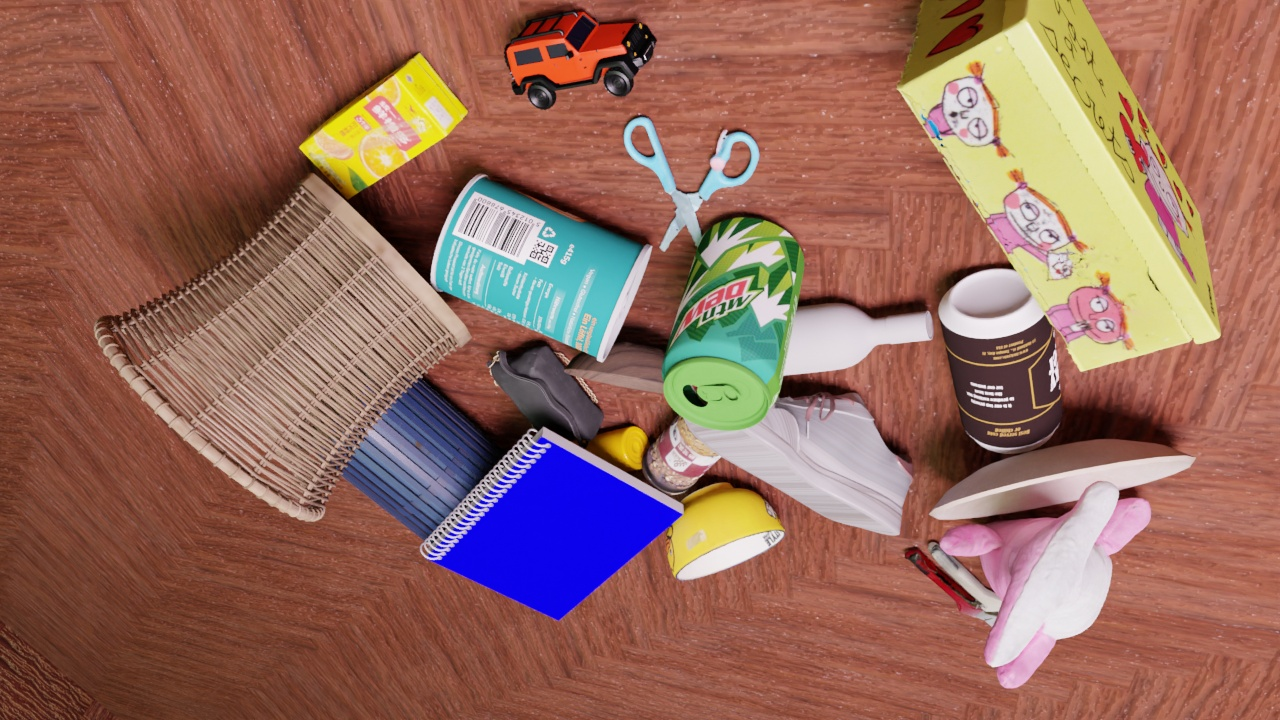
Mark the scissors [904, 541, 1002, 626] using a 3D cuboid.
[{"bbox_3d":[0.334,0.244,0.918,0.140,0.015,0.189,0,133,24],"label":"scissors"}]

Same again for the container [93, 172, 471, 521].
[{"bbox_3d":[-0.276,-0.018,0.750,0.227,0.196,0.227,43,170,9],"label":"container"}]

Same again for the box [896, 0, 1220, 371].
[{"bbox_3d":[0.237,-0.113,0.514,0.080,0.124,0.221,-20,120,39],"label":"box"}]

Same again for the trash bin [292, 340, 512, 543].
[{"bbox_3d":[-0.220,0.111,0.959,0.140,0.139,0.249,-21,123,40],"label":"trash bin"}]

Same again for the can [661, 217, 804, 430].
[{"bbox_3d":[0.068,-0.028,0.661,0.083,0.143,0.083,11,141,9],"label":"can"}]

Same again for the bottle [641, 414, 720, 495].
[{"bbox_3d":[0.047,0.078,0.854,0.056,0.056,0.105,30,139,-6],"label":"bottle"}]

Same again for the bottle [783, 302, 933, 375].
[{"bbox_3d":[0.127,-0.016,0.718,0.196,0.052,0.052,-7,130,31],"label":"bottle"}]

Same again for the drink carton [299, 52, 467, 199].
[{"bbox_3d":[-0.202,-0.180,0.716,0.135,0.042,0.058,-18,123,38],"label":"drink carton"}]

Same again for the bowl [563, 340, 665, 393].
[{"bbox_3d":[-0.005,0.005,0.794,0.119,0.032,0.119,10,174,1],"label":"bowl"}]

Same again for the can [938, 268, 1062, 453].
[{"bbox_3d":[0.260,0.001,0.658,0.072,0.071,0.129,-3,132,28],"label":"can"}]

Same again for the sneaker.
[{"bbox_3d":[0.138,0.058,0.763,0.236,0.089,0.099,34,160,-24],"label":"sneaker"}]

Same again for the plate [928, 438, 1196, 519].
[{"bbox_3d":[0.314,0.087,0.699,0.188,0.027,0.189,-8,162,-3],"label":"plate"}]

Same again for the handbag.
[{"bbox_3d":[-0.095,0.035,0.882,0.079,0.054,0.128,-7,132,37],"label":"handbag"}]

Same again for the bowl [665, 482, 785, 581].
[{"bbox_3d":[0.076,0.163,0.905,0.117,0.067,0.117,-19,155,-9],"label":"bowl"}]

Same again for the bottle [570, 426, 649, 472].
[{"bbox_3d":[-0.058,0.101,0.938,0.144,0.043,0.043,-17,124,37],"label":"bottle"}]

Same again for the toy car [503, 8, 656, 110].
[{"bbox_3d":[-0.042,-0.203,0.606,0.100,0.051,0.049,-1,135,27],"label":"toy car"}]

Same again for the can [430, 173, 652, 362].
[{"bbox_3d":[-0.076,-0.073,0.723,0.144,0.099,0.099,23,139,2],"label":"can"}]

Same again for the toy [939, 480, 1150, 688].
[{"bbox_3d":[0.311,0.164,0.743,0.128,0.186,0.265,33,-179,28],"label":"toy"}]

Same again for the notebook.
[{"bbox_3d":[-0.091,0.165,0.895,0.171,0.022,0.210,32,122,-21],"label":"notebook"}]

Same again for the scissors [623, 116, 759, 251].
[{"bbox_3d":[0.025,-0.130,0.681,0.118,0.015,0.139,28,137,-5],"label":"scissors"}]
